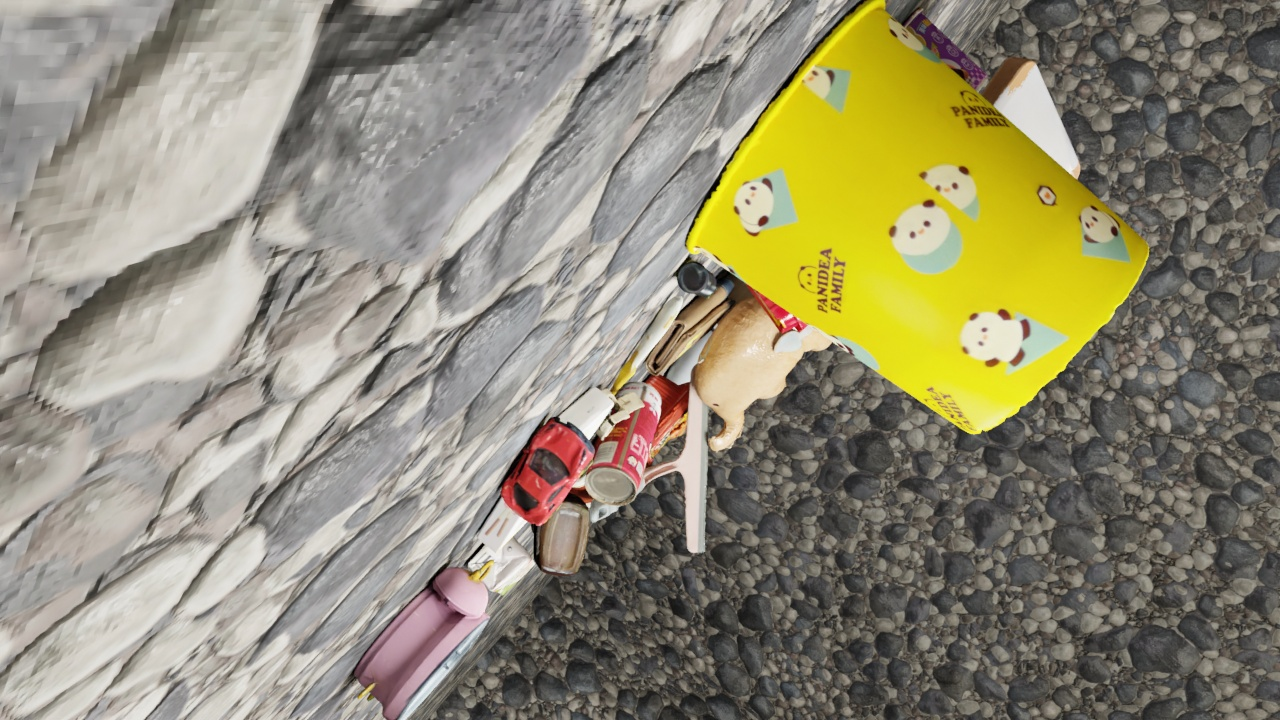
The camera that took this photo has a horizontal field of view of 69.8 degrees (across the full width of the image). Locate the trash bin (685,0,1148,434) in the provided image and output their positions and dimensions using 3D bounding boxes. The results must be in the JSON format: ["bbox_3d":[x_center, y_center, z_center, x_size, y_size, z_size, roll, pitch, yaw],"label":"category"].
[{"bbox_3d":[0.203,-0.094,0.684,0.229,0.255,0.230,-49,174,-7],"label":"trash bin"}]

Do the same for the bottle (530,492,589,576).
[{"bbox_3d":[-0.087,0.172,0.936,0.195,0.044,0.079,151,-50,-78],"label":"bottle"}]

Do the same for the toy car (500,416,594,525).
[{"bbox_3d":[-0.074,0.088,0.721,0.107,0.049,0.031,-54,175,37],"label":"toy car"}]

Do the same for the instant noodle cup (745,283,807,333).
[{"bbox_3d":[0.168,-0.104,0.934,0.124,0.116,0.116,-36,175,6],"label":"instant noodle cup"}]

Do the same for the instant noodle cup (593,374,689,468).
[{"bbox_3d":[0.005,0.092,1.182,0.188,0.079,0.165,-46,173,-27],"label":"instant noodle cup"}]

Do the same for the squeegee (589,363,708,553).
[{"bbox_3d":[0.004,0.138,1.040,0.249,0.040,0.248,-17,112,-57],"label":"squeegee"}]

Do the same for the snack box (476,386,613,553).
[{"bbox_3d":[-0.085,0.096,0.805,0.157,0.027,0.084,-56,172,36],"label":"snack box"}]

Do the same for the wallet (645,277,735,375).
[{"bbox_3d":[0.056,-0.038,1.020,0.115,0.033,0.090,-39,168,-47],"label":"wallet"}]

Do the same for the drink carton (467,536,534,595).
[{"bbox_3d":[-0.144,0.210,0.955,0.053,0.045,0.123,-44,172,-14],"label":"drink carton"}]

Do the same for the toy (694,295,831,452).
[{"bbox_3d":[0.125,0.011,1.074,0.227,0.143,0.082,-53,-148,28],"label":"toy"}]

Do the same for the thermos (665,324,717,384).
[{"bbox_3d":[0.087,0.000,1.310,0.073,0.073,0.225,-47,173,-35],"label":"thermos"}]

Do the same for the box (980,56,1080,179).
[{"bbox_3d":[0.297,-0.184,0.861,0.192,0.156,0.183,-38,139,11],"label":"box"}]

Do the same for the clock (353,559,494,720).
[{"bbox_3d":[-0.180,0.238,0.803,0.158,0.060,0.117,-46,172,-24],"label":"clock"}]

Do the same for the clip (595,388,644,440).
[{"bbox_3d":[-0.026,0.049,0.856,0.061,0.034,0.097,-41,168,2],"label":"clip"}]

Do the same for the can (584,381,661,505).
[{"bbox_3d":[-0.015,0.082,0.934,0.053,0.053,0.132,-56,-170,40],"label":"can"}]

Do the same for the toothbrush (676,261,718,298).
[{"bbox_3d":[0.058,-0.071,0.850,0.027,0.026,0.212,-61,174,6],"label":"toothbrush"}]

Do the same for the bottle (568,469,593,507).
[{"bbox_3d":[-0.063,0.124,0.995,0.059,0.060,0.206,-50,168,-7],"label":"bottle"}]

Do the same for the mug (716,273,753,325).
[{"bbox_3d":[0.135,-0.084,1.152,0.103,0.084,0.125,-48,-160,-16],"label":"mug"}]

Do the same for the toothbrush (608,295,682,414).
[{"bbox_3d":[-0.005,0.005,0.871,0.018,0.016,0.192,-9,145,-41],"label":"toothbrush"}]

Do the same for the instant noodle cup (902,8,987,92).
[{"bbox_3d":[0.284,-0.278,0.923,0.111,0.099,0.112,-50,172,-10],"label":"instant noodle cup"}]
